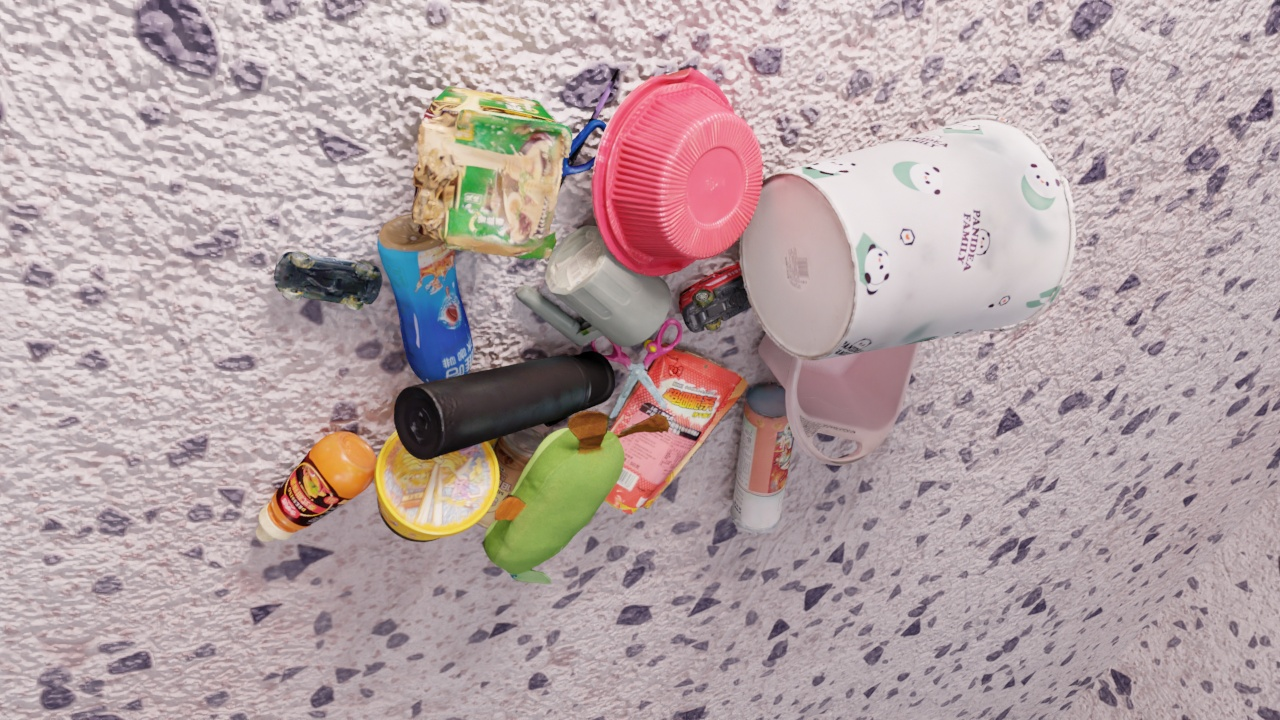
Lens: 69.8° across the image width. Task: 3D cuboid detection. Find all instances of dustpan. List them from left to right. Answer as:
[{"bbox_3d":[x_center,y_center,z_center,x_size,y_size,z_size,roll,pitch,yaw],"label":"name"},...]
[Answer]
[{"bbox_3d":[0.267,-0.019,1.087,0.222,0.138,0.274,11,120,-36],"label":"dustpan"}]

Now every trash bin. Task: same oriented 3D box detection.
[{"bbox_3d":[0.253,-0.115,0.922,0.251,0.229,0.230,-14,132,-24],"label":"trash bin"}]

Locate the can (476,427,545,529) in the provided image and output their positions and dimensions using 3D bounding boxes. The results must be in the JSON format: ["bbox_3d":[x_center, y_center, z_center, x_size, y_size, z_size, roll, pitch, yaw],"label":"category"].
[{"bbox_3d":[-0.148,0.131,1.027,0.058,0.058,0.116,10,120,-36],"label":"can"}]

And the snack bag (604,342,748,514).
[{"bbox_3d":[0.023,0.083,1.088,0.128,0.073,0.208,25,106,-27],"label":"snack bag"}]

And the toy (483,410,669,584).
[{"bbox_3d":[-0.084,0.138,0.968,0.247,0.090,0.226,-51,157,17],"label":"toy"}]

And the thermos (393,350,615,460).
[{"bbox_3d":[-0.127,0.047,0.905,0.241,0.068,0.090,-12,136,-51],"label":"thermos"}]

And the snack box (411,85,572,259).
[{"bbox_3d":[-0.121,-0.164,0.745,0.117,0.105,0.118,7,125,-13],"label":"snack box"}]

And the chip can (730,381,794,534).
[{"bbox_3d":[0.161,0.130,1.198,0.071,0.071,0.215,-15,132,-19],"label":"chip can"}]

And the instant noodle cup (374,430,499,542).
[{"bbox_3d":[-0.213,0.129,0.931,0.118,0.118,0.115,-8,163,-25],"label":"instant noodle cup"}]

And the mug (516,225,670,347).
[{"bbox_3d":[-0.048,-0.065,0.916,0.124,0.083,0.103,-25,140,26],"label":"mug"}]

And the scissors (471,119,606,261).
[{"bbox_3d":[-0.101,-0.165,0.829,0.176,0.012,0.162,-35,129,8],"label":"scissors"}]

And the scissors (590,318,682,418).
[{"bbox_3d":[-0.007,0.005,1.013,0.133,0.017,0.133,24,103,-26],"label":"scissors"}]

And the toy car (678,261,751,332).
[{"bbox_3d":[0.097,-0.076,1.006,0.120,0.045,0.053,-24,137,-3],"label":"toy car"}]

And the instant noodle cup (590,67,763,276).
[{"bbox_3d":[0.047,-0.165,0.846,0.193,0.066,0.194,-19,120,-36],"label":"instant noodle cup"}]

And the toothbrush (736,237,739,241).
[{"bbox_3d":[0.043,-0.141,0.940,0.185,0.017,0.012,9,125,-35],"label":"toothbrush"}]

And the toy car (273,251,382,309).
[{"bbox_3d":[-0.273,-0.073,0.802,0.090,0.034,0.043,6,125,-31],"label":"toy car"}]

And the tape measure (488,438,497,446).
[{"bbox_3d":[-0.179,0.077,0.985,0.060,0.029,0.057,-26,136,-8],"label":"tape measure"}]

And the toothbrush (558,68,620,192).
[{"bbox_3d":[-0.066,-0.184,0.845,0.016,0.014,0.189,20,115,-26],"label":"toothbrush"}]

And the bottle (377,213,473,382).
[{"bbox_3d":[-0.194,-0.031,0.861,0.065,0.065,0.219,-17,133,-17],"label":"bottle"}]

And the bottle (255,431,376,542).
[{"bbox_3d":[-0.334,0.135,0.926,0.150,0.066,0.066,-39,136,14],"label":"bottle"}]
